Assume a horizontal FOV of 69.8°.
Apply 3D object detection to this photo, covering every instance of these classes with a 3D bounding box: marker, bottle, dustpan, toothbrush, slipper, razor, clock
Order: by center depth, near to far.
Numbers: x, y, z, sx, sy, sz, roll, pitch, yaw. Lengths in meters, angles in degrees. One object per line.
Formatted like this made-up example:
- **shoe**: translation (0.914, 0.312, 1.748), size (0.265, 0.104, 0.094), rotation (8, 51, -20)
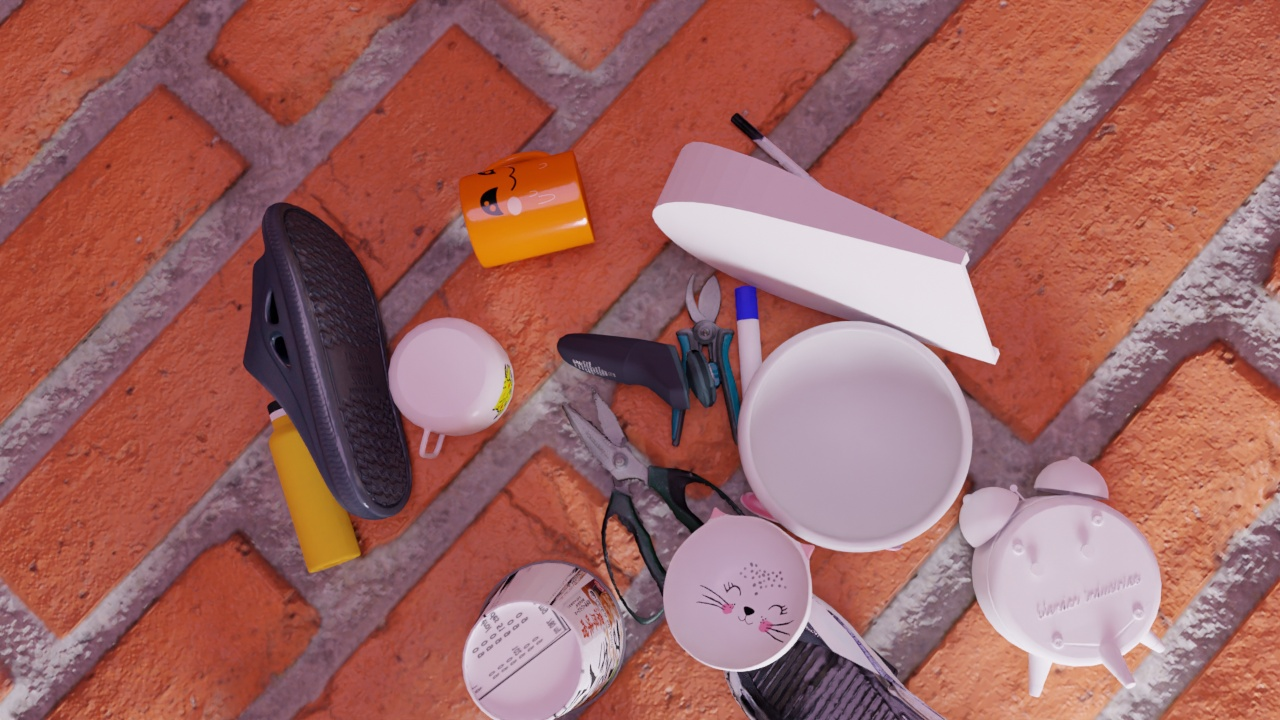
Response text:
- **dustpan**: translation (0.133, -0.089, 0.679), size (0.258, 0.191, 0.053), rotation (21, 82, 31)
- **slipper**: translation (0.166, 0.273, 0.691), size (0.264, 0.063, 0.111), rotation (35, 85, 30)
- **clock**: translation (0.323, 0.163, 0.697), size (0.125, 0.073, 0.161), rotation (-20, 81, 1)
- **toothbrush**: translation (0.146, 0.131, 0.743), size (0.135, 0.016, 0.021), rotation (16, 82, 6)
- **razor**: translation (-0.004, 0.004, 0.750), size (0.143, 0.047, 0.052), rotation (12, 56, 21)
- **slipper**: translation (-0.264, 0.006, 0.754), size (0.083, 0.110, 0.268), rotation (-18, 86, 17)
- **bottle**: translation (-0.275, 0.100, 0.762), size (0.043, 0.043, 0.143), rotation (-21, 81, 0)
- **marker**: translation (0.092, 0.009, 0.762), size (0.020, 0.020, 0.141), rotation (-4, 81, 3)
- **marker**: translation (0.135, -0.162, 0.790), size (0.152, 0.011, 0.011), rotation (43, 86, 9)

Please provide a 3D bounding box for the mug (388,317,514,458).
- **mug**: translation (-0.157, 0.025, 0.753), size (0.094, 0.068, 0.115), rotation (16, 83, 6)

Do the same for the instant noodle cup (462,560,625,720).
- **instant noodle cup**: translation (-0.077, 0.217, 0.692), size (0.123, 0.122, 0.123), rotation (-1, 81, 4)

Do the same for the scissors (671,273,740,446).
- **scissors**: translation (0.055, 0.008, 0.766), size (0.126, 0.019, 0.154), rotation (-42, 80, -4)

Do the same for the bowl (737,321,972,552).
- **bowl**: translation (0.164, 0.060, 0.726), size (0.176, 0.066, 0.176), rotation (-1, 82, 4)

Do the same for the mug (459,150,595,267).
- **mug**: translation (-0.096, -0.139, 0.777), size (0.096, 0.078, 0.112), rotation (-13, 50, 2)

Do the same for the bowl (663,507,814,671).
- **bowl**: translation (0.079, 0.181, 0.701), size (0.115, 0.050, 0.114), rotation (-11, 61, 20)

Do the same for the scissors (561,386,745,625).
- **scissors**: translation (-0.015, 0.121, 0.757), size (0.209, 0.015, 0.137), rotation (43, 88, 8)
